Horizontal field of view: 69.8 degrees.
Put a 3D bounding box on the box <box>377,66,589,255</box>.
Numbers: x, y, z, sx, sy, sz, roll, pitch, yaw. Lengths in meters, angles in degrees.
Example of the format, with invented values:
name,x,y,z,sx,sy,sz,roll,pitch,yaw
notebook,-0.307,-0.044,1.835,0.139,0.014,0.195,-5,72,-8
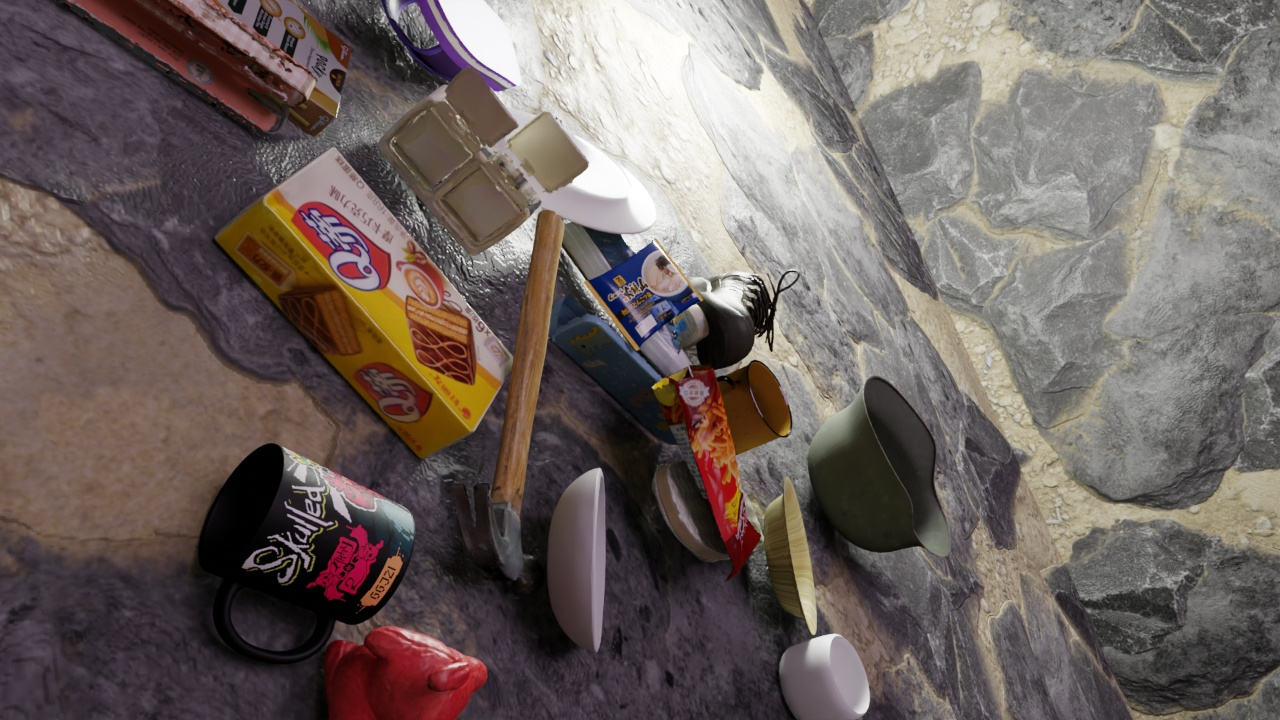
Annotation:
name,x,y,z,sx,sy,sz,roll,pitch,yaw
box,-0.145,-0.184,0.829,0.144,0.188,0.057,49,47,-16

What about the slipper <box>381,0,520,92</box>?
name,x,y,z,sx,sy,sz,roll,pitch,yaw
slipper,-0.212,-0.349,0.978,0.266,0.084,0.107,-2,78,-80

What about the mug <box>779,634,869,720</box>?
name,x,y,z,sx,sy,sz,roll,pitch,yaw
mug,0.210,0.358,1.041,0.094,0.068,0.115,61,28,-2

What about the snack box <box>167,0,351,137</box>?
name,x,y,z,sx,sy,sz,roll,pitch,yaw
snack box,-0.332,-0.280,0.758,0.186,0.032,0.100,35,38,-40

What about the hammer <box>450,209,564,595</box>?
name,x,y,z,sx,sy,sz,roll,pitch,yaw
hammer,-0.096,0.016,0.764,0.132,0.033,0.329,60,31,-57

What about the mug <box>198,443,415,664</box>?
name,x,y,z,sx,sy,sz,roll,pitch,yaw
mug,-0.210,0.125,0.563,0.098,0.082,0.117,37,60,-37

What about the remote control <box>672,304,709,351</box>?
name,x,y,z,sx,sy,sz,roll,pitch,yaw
remote control,0.045,-0.030,1.077,0.018,0.126,0.038,-19,82,-26

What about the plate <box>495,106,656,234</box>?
name,x,y,z,sx,sy,sz,roll,pitch,yaw
plate,-0.086,-0.220,1.016,0.242,0.016,0.242,24,30,-15

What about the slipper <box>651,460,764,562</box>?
name,x,y,z,sx,sy,sz,roll,pitch,yaw
slipper,0.071,0.169,1.003,0.262,0.052,0.115,29,37,-61

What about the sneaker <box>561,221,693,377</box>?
name,x,y,z,sx,sy,sz,roll,pitch,yaw
sneaker,0.001,-0.070,1.039,0.235,0.079,0.087,54,-3,-4

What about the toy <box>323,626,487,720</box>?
name,x,y,z,sx,sy,sz,roll,pitch,yaw
toy,-0.138,0.214,0.550,0.088,0.133,0.093,28,51,-31

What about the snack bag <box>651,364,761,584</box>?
name,x,y,z,sx,sy,sz,roll,pitch,yaw
snack bag,0.072,0.111,0.937,0.138,0.067,0.208,-34,109,-74

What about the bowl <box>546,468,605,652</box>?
name,x,y,z,sx,sy,sz,roll,pitch,yaw
bowl,-0.054,0.165,0.764,0.149,0.043,0.149,9,81,-89

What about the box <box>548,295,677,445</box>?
name,x,y,z,sx,sy,sz,roll,pitch,yaw
box,-0.008,0.006,0.995,0.209,0.086,0.072,44,45,-30

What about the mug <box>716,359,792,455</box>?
name,x,y,z,sx,sy,sz,roll,pitch,yaw
mug,0.112,0.058,1.118,0.123,0.094,0.100,38,38,-39

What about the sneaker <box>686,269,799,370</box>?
name,x,y,z,sx,sy,sz,roll,pitch,yaw
sneaker,0.131,-0.053,1.120,0.237,0.143,0.101,-114,-164,-71

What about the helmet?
name,x,y,z,sx,sy,sz,roll,pitch,yaw
helmet,0.332,0.175,1.309,0.268,0.154,0.226,57,30,2

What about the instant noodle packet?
name,x,y,z,sx,sy,sz,roll,pitch,yaw
instant noodle packet,0.006,-0.073,0.972,0.087,0.026,0.133,52,45,0

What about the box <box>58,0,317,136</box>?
name,x,y,z,sx,sy,sz,roll,pitch,yaw
box,-0.336,-0.242,0.684,0.187,0.071,0.056,33,1,-39

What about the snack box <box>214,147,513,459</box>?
name,x,y,z,sx,sy,sz,roll,pitch,yaw
snack box,-0.207,-0.043,0.722,0.230,0.062,0.109,52,30,-19

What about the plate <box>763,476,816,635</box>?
name,x,y,z,sx,sy,sz,roll,pitch,yaw
plate,0.173,0.233,1.093,0.184,0.036,0.184,-11,89,-76
